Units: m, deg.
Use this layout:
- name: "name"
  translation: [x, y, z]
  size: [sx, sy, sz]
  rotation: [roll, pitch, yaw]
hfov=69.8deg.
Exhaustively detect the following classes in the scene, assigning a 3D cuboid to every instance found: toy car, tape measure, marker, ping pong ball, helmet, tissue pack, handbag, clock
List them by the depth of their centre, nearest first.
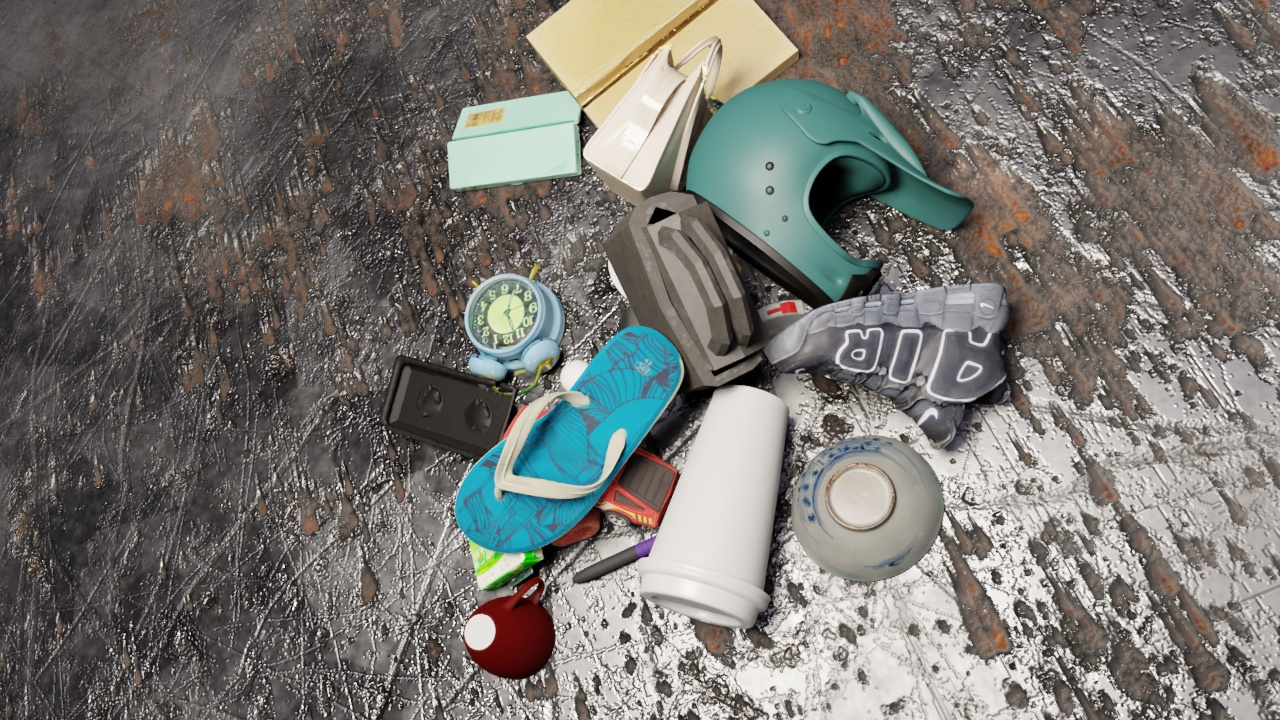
- name: "handbag"
  translation: [0.057, -0.075, 0.921]
  size: [0.102, 0.199, 0.197]
  rotation: [-26, 94, -12]
- name: "helmet"
  translation: [0.189, -0.184, 0.967]
  size: [0.275, 0.176, 0.200]
  rotation: [40, 92, 18]
- name: "toy car"
  translation: [-0.056, 0.111, 0.980]
  size: [0.189, 0.056, 0.081]
  rotation: [22, 53, 6]
- name: "marker"
  translation: [-0.015, 0.210, 0.983]
  size: [0.134, 0.018, 0.015]
  rotation: [-27, 66, 13]
- name: "tape measure"
  translation: [0.148, -0.041, 0.989]
  size: [0.062, 0.060, 0.020]
  rotation: [-16, 66, 11]
- name: "tissue pack"
  translation: [-0.151, 0.194, 1.008]
  size: [0.114, 0.034, 0.099]
  rotation: [-39, 58, 38]
- name: "handbag"
  translation: [0.034, -0.270, 1.013]
  size: [0.101, 0.194, 0.198]
  rotation: [33, 93, 8]
- name: "ping pong ball"
  translation: [-0.072, 0.020, 1.062]
  size: [0.040, 0.040, 0.040]
  rotation: [-7, 68, 18]
- name: "toy car"
  translation: [-0.210, 0.058, 1.077]
  size: [0.192, 0.071, 0.094]
  rotation: [12, 88, 33]
- name: "clock"
  translation: [-0.152, -0.032, 1.102]
  size: [0.118, 0.060, 0.162]
  rotation: [-16, 70, 13]

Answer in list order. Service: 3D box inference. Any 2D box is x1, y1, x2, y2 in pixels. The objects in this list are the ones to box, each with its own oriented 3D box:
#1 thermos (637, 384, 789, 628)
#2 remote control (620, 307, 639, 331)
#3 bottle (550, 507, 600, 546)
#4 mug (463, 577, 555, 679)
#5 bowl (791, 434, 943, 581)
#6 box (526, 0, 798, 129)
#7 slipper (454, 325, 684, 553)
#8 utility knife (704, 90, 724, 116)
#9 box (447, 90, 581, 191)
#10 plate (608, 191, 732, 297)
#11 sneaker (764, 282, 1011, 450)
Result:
- name: "thermos"
  translation: [0.084, 0.142, 0.917]
  size: [0.132, 0.131, 0.221]
  rotation: [8, 66, 23]
- name: "remote control"
  translation: [-0.006, 0.006, 1.053]
  size: [0.045, 0.021, 0.140]
  rotation: [-4, 71, 21]
- name: "bottle"
  translation: [-0.091, 0.135, 1.020]
  size: [0.071, 0.048, 0.134]
  rotation: [-18, 62, -7]
- name: "mug"
  translation: [-0.140, 0.277, 0.965]
  size: [0.087, 0.088, 0.114]
  rotation: [30, 83, 27]
- name: "bowl"
  translation: [0.217, 0.138, 0.898]
  size: [0.151, 0.057, 0.150]
  rotation: [-7, 69, 19]
- name: "box"
  translation: [0.025, -0.392, 1.155]
  size: [0.247, 0.068, 0.253]
  rotation: [-38, 78, 5]
- name: "slipper"
  translation: [-0.073, 0.088, 0.913]
  size: [0.118, 0.060, 0.295]
  rotation: [44, 100, 2]
- name: "utility knife"
  translation: [0.099, -0.294, 1.101]
  size: [0.172, 0.020, 0.029]
  rotation: [33, 94, 6]
- name: "box"
  translation: [-0.165, -0.297, 1.217]
  size: [0.187, 0.052, 0.138]
  rotation: [-5, 75, 18]
- name: "plate"
  translation: [0.034, -0.135, 1.093]
  size: [0.157, 0.014, 0.156]
  rotation: [-7, 68, 18]
- name: "sneaker"
  translation: [0.249, 0.016, 0.889]
  size: [0.252, 0.097, 0.150]
  rotation: [-9, 78, -10]
